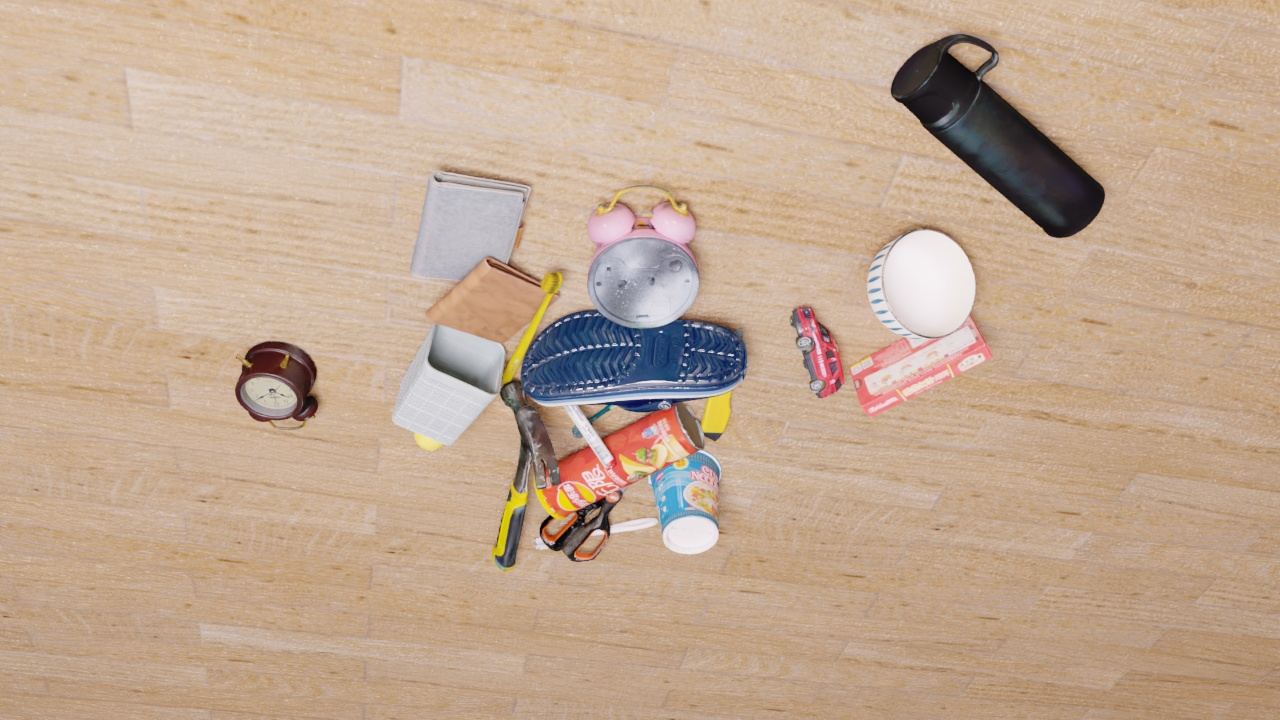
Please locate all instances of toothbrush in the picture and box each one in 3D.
[{"bbox_3d":[-0.062,0.240,1.274,0.180,0.016,0.016,-13,136,9],"label":"toothbrush"},{"bbox_3d":[-0.014,0.043,1.113,0.192,0.018,0.016,-36,122,24],"label":"toothbrush"},{"bbox_3d":[-0.127,-0.033,1.027,0.016,0.015,0.191,-1,143,-30],"label":"toothbrush"}]

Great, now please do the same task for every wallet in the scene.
[{"bbox_3d":[-0.175,-0.135,0.946,0.106,0.037,0.130,4,139,-21],"label":"wallet"},{"bbox_3d":[-0.159,-0.061,0.998,0.101,0.020,0.115,-37,145,26],"label":"wallet"}]

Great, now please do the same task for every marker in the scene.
[{"bbox_3d":[-0.074,0.069,1.093,0.017,0.017,0.145,-31,98,21],"label":"marker"}]

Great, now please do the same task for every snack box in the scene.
[{"bbox_3d":[0.319,0.002,1.055,0.153,0.075,0.025,-30,124,20],"label":"snack box"}]

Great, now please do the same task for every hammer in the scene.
[{"bbox_3d":[-0.156,0.175,1.164,0.031,0.126,0.324,-14,143,-27],"label":"hammer"}]

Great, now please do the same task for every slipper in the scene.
[{"bbox_3d":[-0.006,0.006,1.039,0.253,0.105,0.095,-3,152,5],"label":"slipper"}]

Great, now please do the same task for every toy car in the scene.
[{"bbox_3d":[0.204,-0.011,1.057,0.045,0.052,0.120,-19,130,11],"label":"toy car"}]

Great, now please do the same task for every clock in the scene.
[{"bbox_3d":[0.002,-0.111,0.962,0.117,0.059,0.159,-1,131,0],"label":"clock"},{"bbox_3d":[-0.421,0.034,1.066,0.082,0.055,0.122,-1,131,-2],"label":"clock"}]

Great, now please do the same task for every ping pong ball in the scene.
[{"bbox_3d":[-0.257,0.090,1.127,0.040,0.040,0.040,-1,129,-1],"label":"ping pong ball"}]

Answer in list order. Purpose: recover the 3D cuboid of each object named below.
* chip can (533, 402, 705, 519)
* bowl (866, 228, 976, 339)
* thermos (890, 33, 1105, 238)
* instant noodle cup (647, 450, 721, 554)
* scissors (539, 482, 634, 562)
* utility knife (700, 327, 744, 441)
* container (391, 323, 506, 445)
[{"bbox_3d":[-0.027,0.125,1.145,0.217,0.073,0.073,-27,125,19],"label":"chip can"},{"bbox_3d":[0.291,-0.077,0.982,0.116,0.116,0.066,18,170,-16],"label":"bowl"},{"bbox_3d":[0.354,-0.215,0.882,0.242,0.068,0.090,31,126,-24],"label":"thermos"},{"bbox_3d":[0.060,0.184,1.172,0.099,0.109,0.099,-2,130,-2],"label":"instant noodle cup"},{"bbox_3d":[-0.058,0.180,1.216,0.139,0.021,0.235,15,119,-5],"label":"scissors"},{"bbox_3d":[0.100,0.030,1.108,0.033,0.015,0.177,2,128,-11],"label":"utility knife"},{"bbox_3d":[-0.222,0.028,1.049,0.090,0.090,0.112,26,127,-21],"label":"container"}]
